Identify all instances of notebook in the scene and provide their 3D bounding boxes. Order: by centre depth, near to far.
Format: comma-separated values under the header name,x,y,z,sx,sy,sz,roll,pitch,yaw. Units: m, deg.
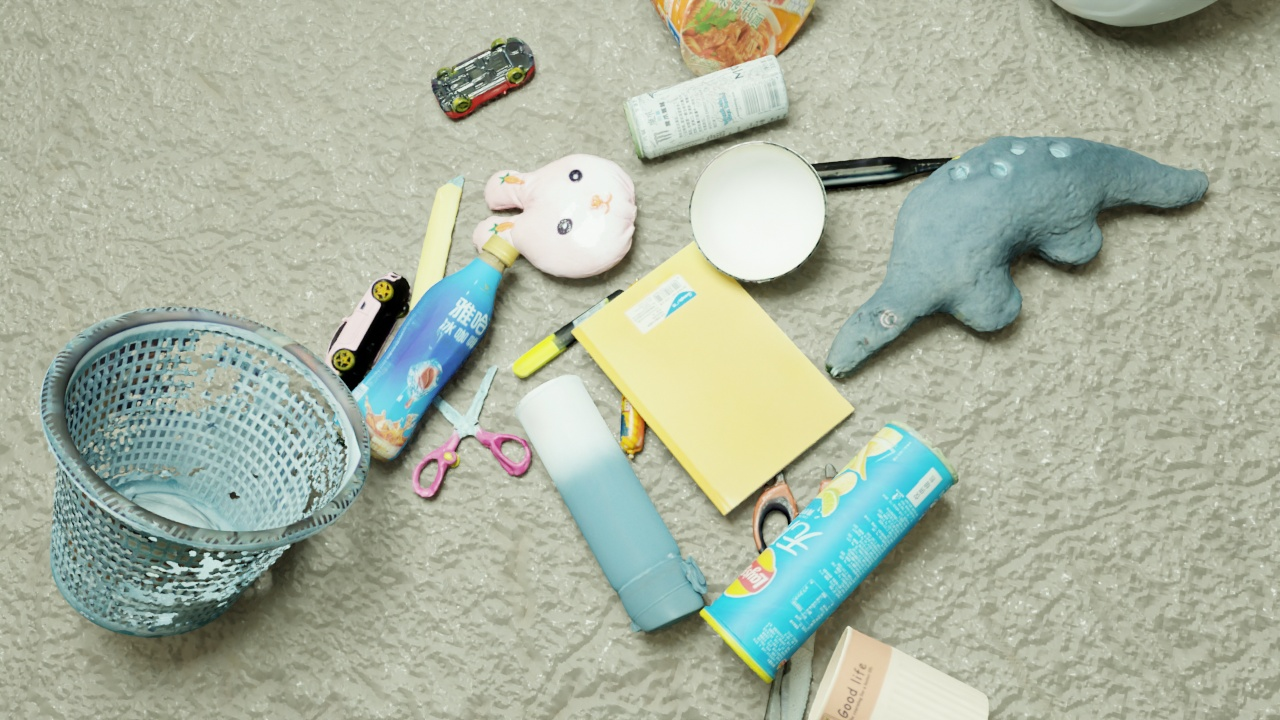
name,x,y,z,sx,sy,sz,roll,pitch,yaw
notebook,0.060,0.008,0.780,0.145,0.010,0.206,-37,74,-12

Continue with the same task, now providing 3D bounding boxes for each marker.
name,x,y,z,sx,sy,sz,roll,pitch,yaw
marker,-0.062,-0.025,0.826,0.124,0.015,0.018,-36,72,-7

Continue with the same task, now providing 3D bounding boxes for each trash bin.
name,x,y,z,sx,sy,sz,roll,pitch,yaw
trash bin,-0.356,0.103,0.718,0.226,0.226,0.196,51,123,19

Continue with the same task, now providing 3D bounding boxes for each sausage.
name,x,y,z,sx,sy,sz,roll,pitch,yaw
sausage,-0.005,0.005,0.802,0.021,0.021,0.165,-1,72,8

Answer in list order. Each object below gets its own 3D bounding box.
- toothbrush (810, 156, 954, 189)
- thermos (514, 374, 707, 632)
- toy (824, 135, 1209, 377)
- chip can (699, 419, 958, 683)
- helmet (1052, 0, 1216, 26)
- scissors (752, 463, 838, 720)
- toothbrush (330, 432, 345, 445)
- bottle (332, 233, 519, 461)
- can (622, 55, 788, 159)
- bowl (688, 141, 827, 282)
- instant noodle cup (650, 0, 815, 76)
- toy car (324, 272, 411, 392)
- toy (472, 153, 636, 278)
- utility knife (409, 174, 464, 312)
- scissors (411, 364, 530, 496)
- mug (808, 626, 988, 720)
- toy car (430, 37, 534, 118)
name,x,y,z,sx,sy,sz,roll,pitch,yaw
toothbrush,0.219,-0.169,0.822,0.213,0.026,0.027,-4,106,7
thermos,-0.024,0.116,0.748,0.070,0.070,0.220,-32,71,-2
toy,0.295,-0.108,0.764,0.356,0.091,0.138,-30,98,0
chip can,0.143,0.142,0.694,0.210,0.071,0.071,-44,72,-7
helmet,0.427,-0.395,0.797,0.229,0.146,0.258,-20,63,1
scissors,0.115,0.191,0.729,0.206,0.015,0.193,-39,72,-5
toothbrush,-0.211,0.007,0.839,0.017,0.012,0.185,43,83,12
bottle,-0.181,-0.016,0.806,0.065,0.065,0.218,33,83,17
can,0.060,-0.233,0.848,0.147,0.058,0.058,-16,71,4
bowl,0.105,-0.129,0.794,0.116,0.066,0.116,4,103,16
instant noodle cup,0.074,-0.353,0.844,0.151,0.151,0.111,-32,63,-2
toy car,-0.251,-0.026,0.834,0.037,0.056,0.122,25,77,8
toy,-0.080,-0.133,0.844,0.160,0.054,0.121,3,72,18
utility knife,-0.192,-0.107,0.870,0.031,0.018,0.162,6,75,6
scissors,-0.150,0.064,0.811,0.136,0.017,0.133,18,73,18
mug,0.179,0.268,0.666,0.106,0.081,0.115,22,104,13
toy car,-0.154,-0.281,0.911,0.106,0.031,0.049,-30,71,0
